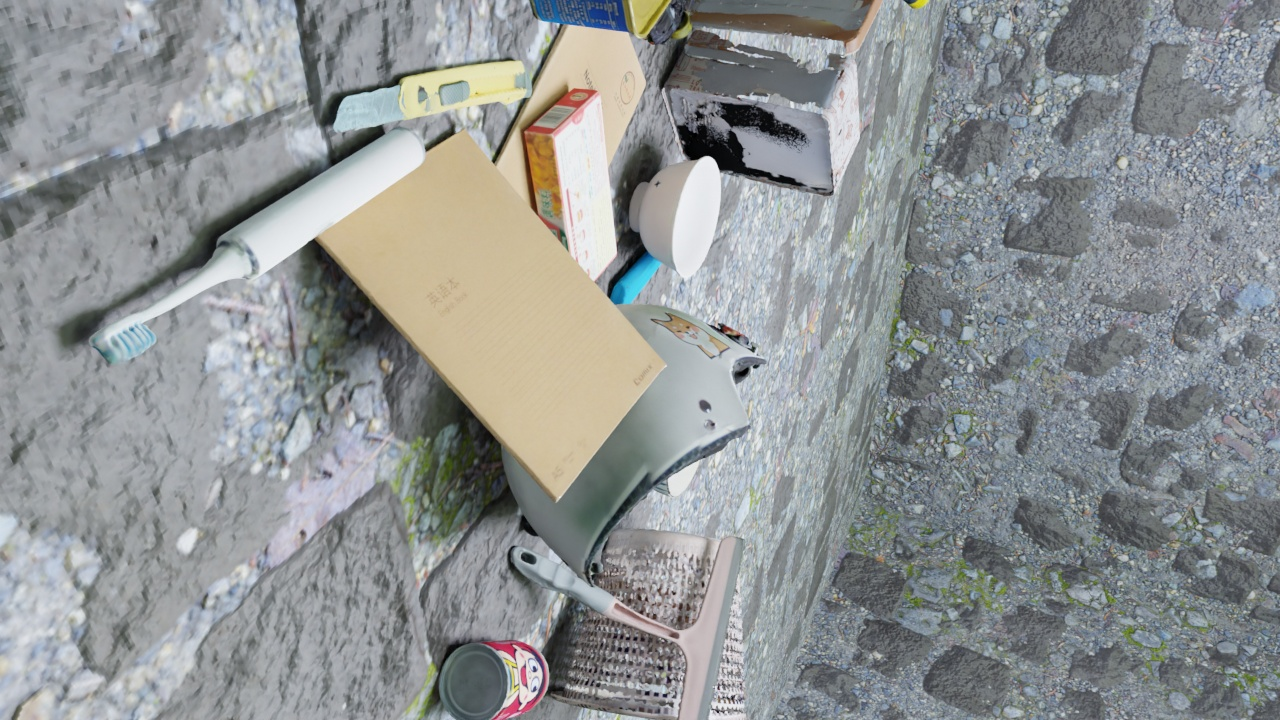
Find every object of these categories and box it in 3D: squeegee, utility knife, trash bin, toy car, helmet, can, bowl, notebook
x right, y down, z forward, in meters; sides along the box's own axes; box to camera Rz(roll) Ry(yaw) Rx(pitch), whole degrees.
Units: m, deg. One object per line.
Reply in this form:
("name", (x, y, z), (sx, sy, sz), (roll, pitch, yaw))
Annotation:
("squeegee", (-0.025, 0.238, 0.891), (0.040, 0.249, 0.247), (-31, -146, 51))
("utility knife", (-0.125, -0.169, 0.582), (0.206, 0.021, 0.031), (-35, 129, -53))
("trash bin", (0.025, 0.295, 1.025), (0.227, 0.228, 0.192), (48, 46, -65))
("toy car", (0.033, -0.352, 0.805), (0.158, 0.042, 0.070), (-69, 158, -12))
("helmet", (-0.023, 0.041, 0.758), (0.230, 0.157, 0.273), (-48, -177, 22))
("can", (-0.125, 0.280, 0.803), (0.094, 0.066, 0.066), (41, 66, -67))
("can", (-0.022, -0.282, 0.657), (0.057, 0.083, 0.101), (76, 35, -52))
("bowl", (0.027, 0.094, 1.057), (0.116, 0.066, 0.117), (-46, 144, -50))
("bowl", (0.028, -0.146, 0.900), (0.118, 0.065, 0.118), (-48, 147, -48))
("notebook", (-0.084, -0.034, 0.574), (0.211, 0.012, 0.149), (49, 43, -9))
("notebook", (-0.052, -0.194, 0.748), (0.207, 0.008, 0.148), (-68, 158, -18))
("utility knife", (0.019, -0.114, 0.963), (0.203, 0.018, 0.034), (-53, 162, -45))

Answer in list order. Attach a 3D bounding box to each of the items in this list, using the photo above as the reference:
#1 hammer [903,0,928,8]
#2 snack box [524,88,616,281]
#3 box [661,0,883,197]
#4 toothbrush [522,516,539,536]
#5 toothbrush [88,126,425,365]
("hammer", (0.133, -0.388, 0.782), (0.323, 0.032, 0.126), (19, 84, -29))
("snack box", (-0.052, -0.130, 0.739), (0.156, 0.027, 0.076), (85, 29, -42))
("box", (0.141, -0.302, 0.925), (0.193, 0.183, 0.157), (-64, 157, -20))
("toothbrush", (-0.059, 0.154, 0.938), (0.027, 0.026, 0.212), (-39, 165, 15))
("toothbrush", (-0.186, -0.066, 0.471), (0.027, 0.026, 0.220), (-34, -167, 44))
